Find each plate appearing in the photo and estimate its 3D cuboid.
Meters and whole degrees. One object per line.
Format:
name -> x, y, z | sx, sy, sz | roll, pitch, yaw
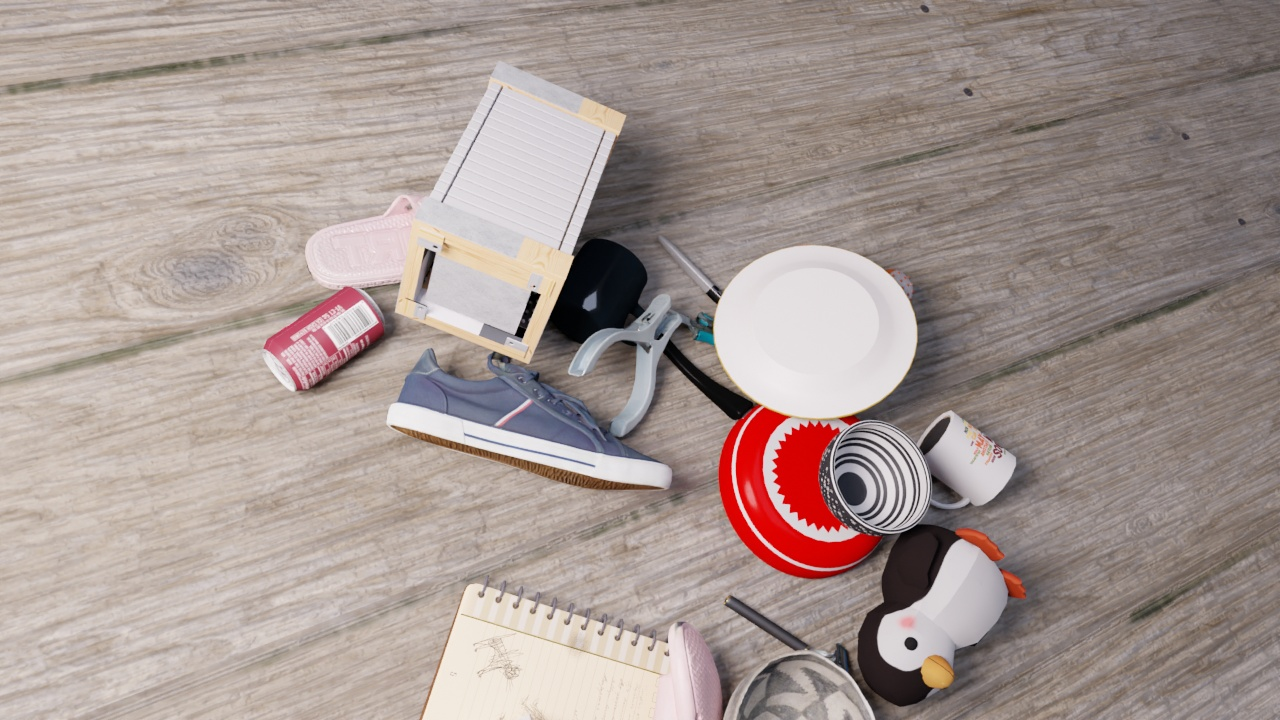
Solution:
plate -> 0.198, -0.041, 1.044 | 0.230, 0.021, 0.229 | -3, 62, 5

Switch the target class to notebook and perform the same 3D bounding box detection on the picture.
notebook -> -0.082, 0.316, 0.878 | 0.225, 0.024, 0.167 | 20, 63, -8

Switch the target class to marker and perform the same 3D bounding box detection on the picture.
marker -> 0.070, -0.105, 1.118 | 0.016, 0.022, 0.138 | -42, 84, -23

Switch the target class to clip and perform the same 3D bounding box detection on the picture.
clip -> -0.002, 0.021, 1.018 | 0.173, 0.030, 0.159 | -37, 125, -37

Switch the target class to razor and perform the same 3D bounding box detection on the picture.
razor -> 0.152, 0.288, 0.967 | 0.144, 0.022, 0.042 | 28, 19, 2

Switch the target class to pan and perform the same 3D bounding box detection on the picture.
pan -> 0.140, 0.083, 1.037 | 0.356, 0.067, 0.208 | 48, 62, 3

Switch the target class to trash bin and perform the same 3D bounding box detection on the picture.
trash bin -> -0.130, -0.153, 0.939 | 0.142, 0.143, 0.246 | 22, 52, -8

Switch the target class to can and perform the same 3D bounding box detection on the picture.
can -> -0.321, -0.022, 0.935 | 0.063, 0.063, 0.113 | 45, 62, 6

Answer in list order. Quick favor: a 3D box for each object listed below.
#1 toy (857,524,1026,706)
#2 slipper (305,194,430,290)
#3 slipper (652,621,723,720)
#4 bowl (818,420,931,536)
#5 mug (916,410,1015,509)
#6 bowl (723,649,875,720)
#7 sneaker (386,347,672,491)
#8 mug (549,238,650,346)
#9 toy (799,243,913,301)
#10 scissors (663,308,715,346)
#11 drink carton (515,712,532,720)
toy -> 0.292, 0.273, 0.974 | 0.183, 0.140, 0.159 | -51, 121, -20
slipper -> -0.245, -0.137, 1.011 | 0.239, 0.065, 0.094 | -12, 70, -20
slipper -> 0.045, 0.360, 0.862 | 0.056, 0.106, 0.221 | -7, 76, 20
bowl -> 0.239, 0.130, 0.976 | 0.120, 0.067, 0.120 | 7, 67, -17
mug -> 0.373, 0.127, 1.084 | 0.089, 0.073, 0.105 | 36, 87, 1
bowl -> 0.140, 0.374, 0.883 | 0.178, 0.081, 0.178 | 13, 64, -30
sneaker -> -0.100, 0.055, 0.947 | 0.294, 0.121, 0.127 | 19, 75, -5
mug -> -0.037, -0.063, 1.036 | 0.121, 0.085, 0.094 | 40, 61, -18
toy -> 0.244, -0.051, 1.109 | 0.163, 0.093, 0.172 | 16, 64, -9
scissors -> 0.096, -0.029, 1.085 | 0.122, 0.019, 0.148 | -18, 56, -42
drink carton -> -0.134, 0.367, 0.807 | 0.122, 0.040, 0.058 | -24, 88, -12
